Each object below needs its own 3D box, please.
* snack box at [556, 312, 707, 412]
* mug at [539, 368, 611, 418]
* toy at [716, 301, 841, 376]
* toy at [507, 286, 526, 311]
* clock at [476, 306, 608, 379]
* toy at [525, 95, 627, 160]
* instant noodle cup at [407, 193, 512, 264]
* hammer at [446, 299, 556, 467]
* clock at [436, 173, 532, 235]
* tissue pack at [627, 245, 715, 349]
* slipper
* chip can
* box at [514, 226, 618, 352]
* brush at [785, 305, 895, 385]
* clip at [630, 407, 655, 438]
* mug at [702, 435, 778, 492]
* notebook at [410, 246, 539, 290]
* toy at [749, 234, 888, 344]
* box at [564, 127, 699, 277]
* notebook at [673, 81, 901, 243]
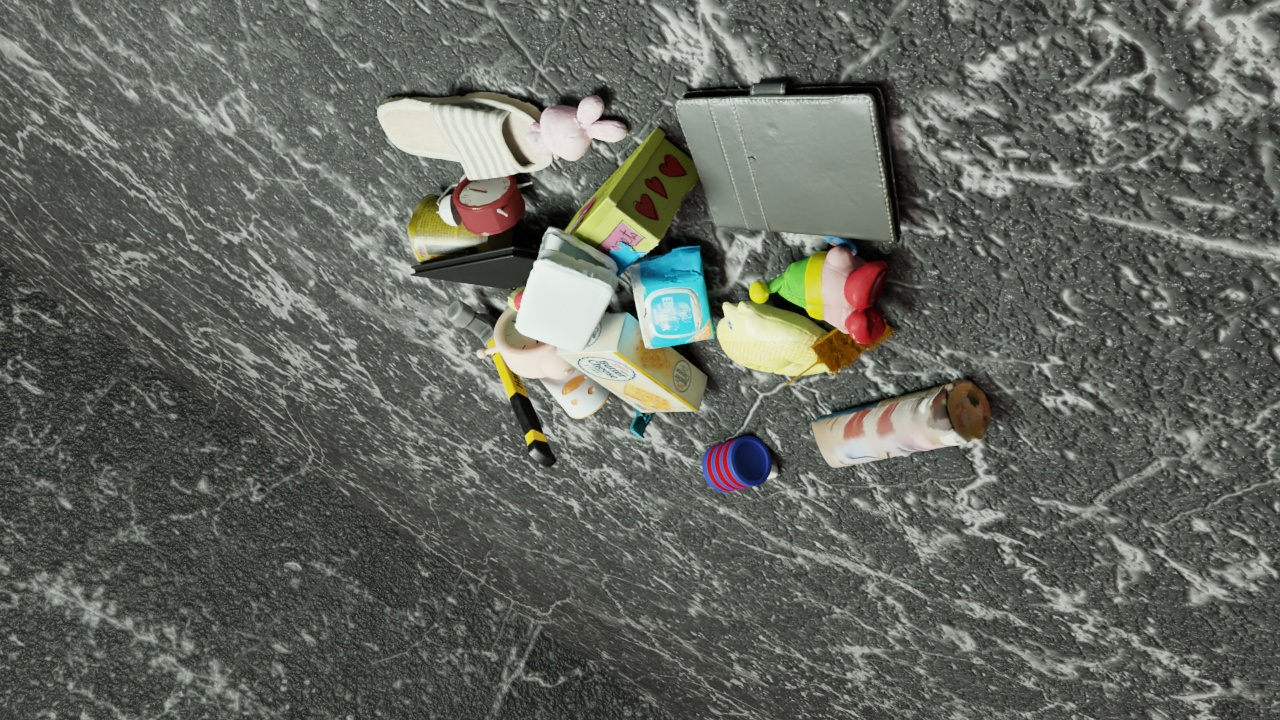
[{"bbox_3d":[-0.007,0.007,1.241,0.104,0.057,0.208,-2,155,36],"label":"snack box"},{"bbox_3d":[-0.105,0.026,1.408,0.082,0.082,0.105,-2,135,46],"label":"mug"},{"bbox_3d":[0.157,-0.023,1.109,0.155,0.064,0.171,36,160,-31],"label":"toy"},{"bbox_3d":[-0.124,-0.079,1.234,0.135,0.091,0.045,13,112,49],"label":"toy"},{"bbox_3d":[-0.133,-0.031,1.299,0.161,0.130,0.086,8,142,37],"label":"clock"},{"bbox_3d":[-0.071,-0.253,0.999,0.110,0.047,0.063,-7,136,33],"label":"toy"},{"bbox_3d":[-0.237,-0.171,1.242,0.112,0.100,0.100,8,143,20],"label":"instant noodle cup"},{"bbox_3d":[-0.183,0.040,1.354,0.169,0.034,0.324,33,-162,-42],"label":"hammer"},{"bbox_3d":[-0.199,-0.202,1.155,0.125,0.087,0.044,14,145,25],"label":"clock"},{"bbox_3d":[0.037,-0.074,1.112,0.093,0.061,0.144,-9,136,7],"label":"tissue pack"},{"bbox_3d":[-0.218,-0.272,1.108,0.273,0.053,0.114,12,150,33],"label":"slipper"},{"bbox_3d":[0.303,0.081,1.105,0.080,0.079,0.230,42,149,-15],"label":"chip can"},{"bbox_3d":[-0.090,-0.066,1.050,0.118,0.063,0.214,29,150,-4],"label":"box"},{"bbox_3d":[0.220,-0.009,1.031,0.126,0.017,0.048,-37,113,16],"label":"brush"},{"bbox_3d":[0.019,0.070,1.388,0.033,0.120,0.119,36,118,-9],"label":"clip"},{"bbox_3d":[0.160,0.160,1.377,0.111,0.074,0.076,16,158,-26],"label":"mug"},{"bbox_3d":[-0.171,-0.120,1.220,0.168,0.019,0.232,5,175,-44],"label":"notebook"},{"bbox_3d":[0.189,-0.080,0.968,0.131,0.096,0.124,34,151,39],"label":"toy"},{"bbox_3d":[-0.029,-0.152,1.033,0.079,0.124,0.222,36,152,-10],"label":"box"},{"bbox_3d":[0.142,-0.192,0.893,0.209,0.029,0.170,9,137,33],"label":"notebook"}]
